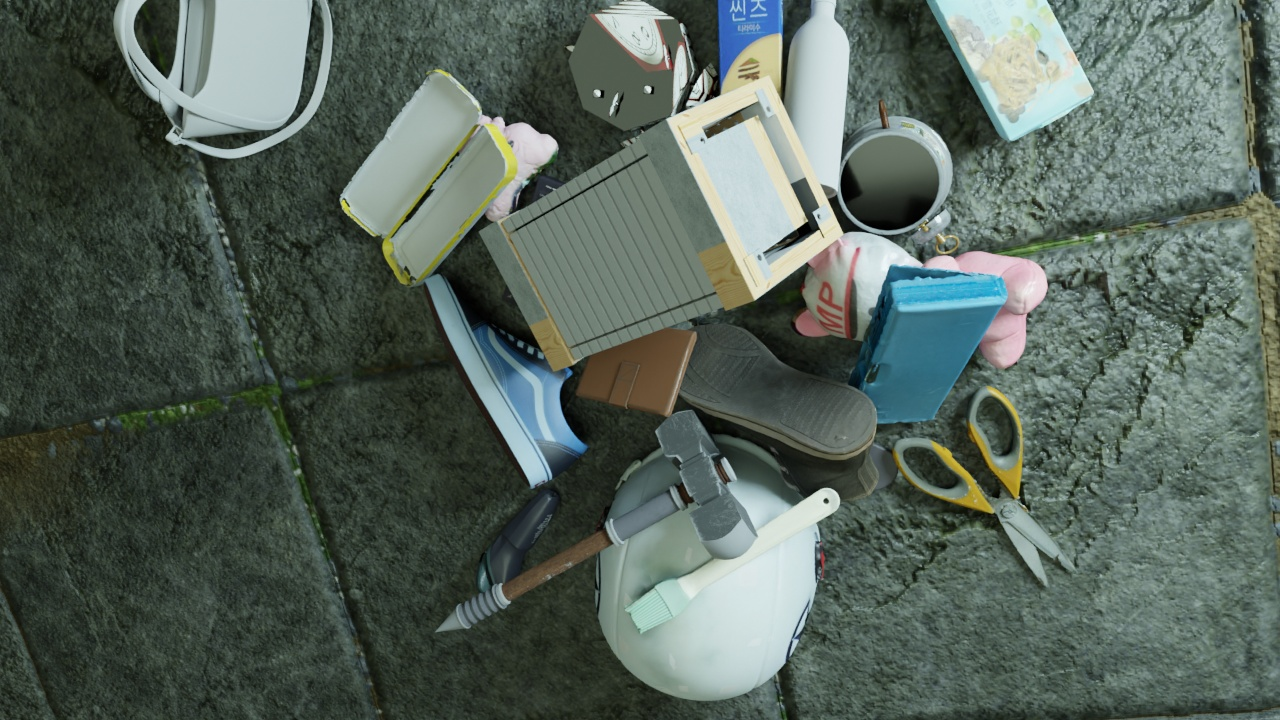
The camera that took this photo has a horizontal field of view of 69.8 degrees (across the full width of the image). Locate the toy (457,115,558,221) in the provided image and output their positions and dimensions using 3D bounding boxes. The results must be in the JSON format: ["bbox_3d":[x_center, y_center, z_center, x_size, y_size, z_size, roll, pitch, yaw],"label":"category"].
[{"bbox_3d":[-0.136,-0.197,0.895,0.093,0.050,0.102,45,107,3],"label":"toy"}]

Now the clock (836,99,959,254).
[{"bbox_3d":[0.233,-0.153,0.823,0.104,0.056,0.148,-40,94,29],"label":"clock"}]

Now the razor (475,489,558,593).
[{"bbox_3d":[-0.134,0.201,1.015,0.052,0.047,0.143,45,109,23],"label":"razor"}]

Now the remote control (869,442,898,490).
[{"bbox_3d":[0.201,0.089,0.925,0.124,0.009,0.046,28,110,3],"label":"remote control"}]

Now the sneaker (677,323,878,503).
[{"bbox_3d":[0.122,0.050,0.883,0.235,0.095,0.120,22,154,31],"label":"sneaker"}]

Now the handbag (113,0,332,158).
[{"bbox_3d":[-0.384,-0.282,0.834,0.095,0.222,0.216,18,109,8],"label":"handbag"}]

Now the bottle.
[{"bbox_3d":[0.153,-0.241,0.795,0.052,0.052,0.195,5,84,11],"label":"bottle"}]

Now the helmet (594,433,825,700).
[{"bbox_3d":[0.060,0.217,0.913,0.237,0.163,0.264,12,107,7],"label":"helmet"}]

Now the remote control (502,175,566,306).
[{"bbox_3d":[-0.106,-0.118,0.929,0.032,0.015,0.137,23,111,5],"label":"remote control"}]

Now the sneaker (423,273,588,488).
[{"bbox_3d":[-0.133,0.007,0.954,0.098,0.083,0.241,-31,91,-16],"label":"sneaker"}]

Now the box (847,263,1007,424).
[{"bbox_3d":[0.236,-0.009,0.795,0.093,0.232,0.048,-5,63,1],"label":"box"}]

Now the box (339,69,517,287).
[{"bbox_3d":[-0.211,-0.172,0.899,0.129,0.038,0.210,51,127,-1],"label":"box"}]

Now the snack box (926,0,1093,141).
[{"bbox_3d":[0.304,-0.279,0.774,0.075,0.053,0.174,-29,99,18],"label":"snack box"}]

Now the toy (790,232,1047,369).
[{"bbox_3d":[0.243,-0.059,0.823,0.213,0.084,0.142,6,150,13],"label":"toy"}]

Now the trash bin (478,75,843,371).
[{"bbox_3d":[0.012,-0.109,0.785,0.248,0.142,0.142,-18,103,46],"label":"trash bin"}]

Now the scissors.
[{"bbox_3d":[0.359,0.125,0.897,0.225,0.016,0.162,38,108,-4],"label":"scissors"}]

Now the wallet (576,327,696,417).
[{"bbox_3d":[-0.005,0.005,0.898,0.121,0.013,0.087,10,77,40],"label":"wallet"}]

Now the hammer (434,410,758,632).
[{"bbox_3d":[-0.057,0.178,0.852,0.322,0.156,0.043,-30,140,9],"label":"hammer"}]

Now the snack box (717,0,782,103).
[{"bbox_3d":[0.100,-0.247,0.825,0.056,0.057,0.207,0,106,12],"label":"snack box"}]

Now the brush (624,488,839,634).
[{"bbox_3d":[0.084,0.177,0.824,0.218,0.012,0.033,-32,84,2],"label":"brush"}]

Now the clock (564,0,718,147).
[{"bbox_3d":[0.006,-0.253,0.839,0.115,0.065,0.154,-38,94,19],"label":"clock"}]
